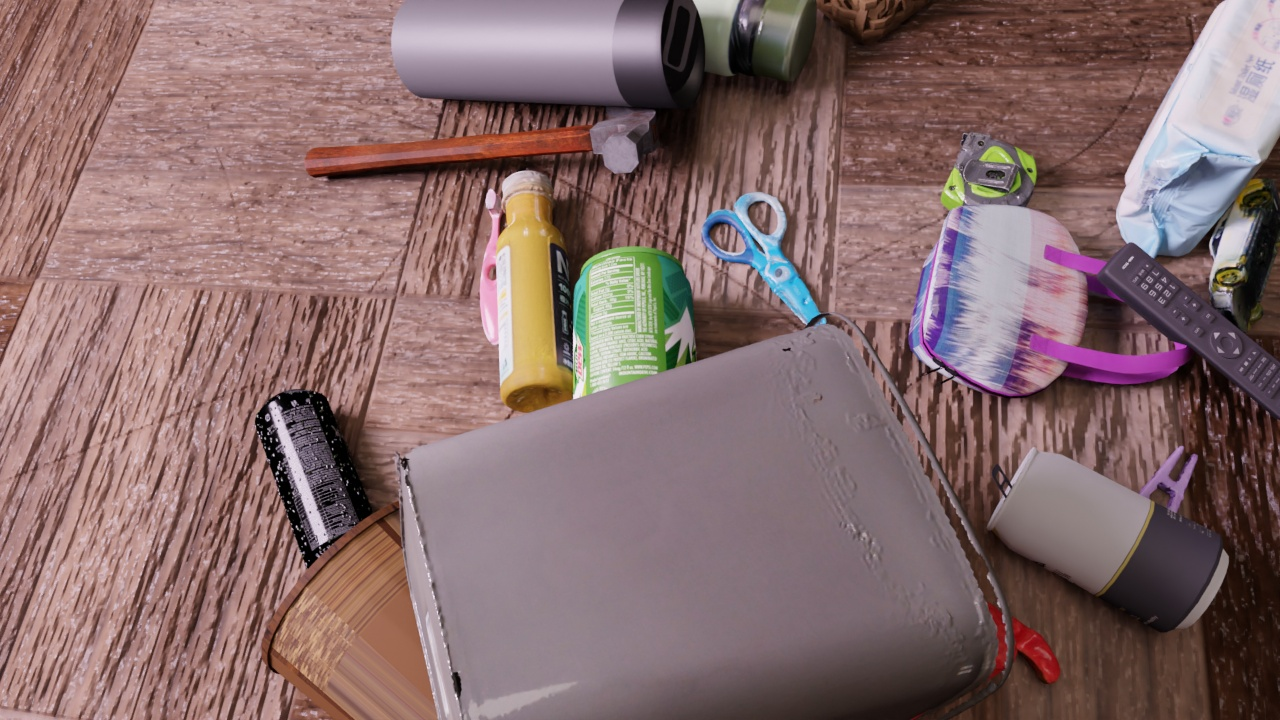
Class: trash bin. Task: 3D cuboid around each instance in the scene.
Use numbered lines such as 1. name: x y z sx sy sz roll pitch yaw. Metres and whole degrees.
1. trash bin: 0.008 0.111 0.445 0.219 0.198 0.197 -11 61 -19

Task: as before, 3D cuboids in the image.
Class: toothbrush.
1. toothbrush: -0.113 -0.074 0.707 0.022 0.016 0.134 -10 65 11

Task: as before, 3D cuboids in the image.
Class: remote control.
1. remote control: 0.344 -0.017 0.563 0.136 0.015 0.032 44 72 10

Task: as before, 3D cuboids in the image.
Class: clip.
1. clip: 0.328 0.081 0.564 0.052 0.014 0.041 -32 65 -2

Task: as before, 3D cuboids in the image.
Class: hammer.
1. hammer: -0.131 -0.167 0.725 0.301 0.028 0.110 -1 28 18

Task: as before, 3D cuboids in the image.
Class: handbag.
1. handbag: 0.272 -0.031 0.601 0.170 0.068 0.144 15 69 9

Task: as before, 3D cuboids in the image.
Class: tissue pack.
1. tissue pack: 0.380 -0.161 0.605 0.070 0.112 0.181 31 75 19

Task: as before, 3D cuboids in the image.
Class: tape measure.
1. tape measure: 0.250 -0.128 0.655 0.059 0.036 0.065 19 71 17

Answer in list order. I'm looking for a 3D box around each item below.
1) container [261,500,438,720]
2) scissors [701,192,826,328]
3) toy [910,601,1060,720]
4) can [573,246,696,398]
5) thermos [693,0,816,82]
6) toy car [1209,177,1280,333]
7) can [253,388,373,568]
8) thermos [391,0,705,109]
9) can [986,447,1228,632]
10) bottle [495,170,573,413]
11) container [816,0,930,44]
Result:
1. container: -0.111 0.184 0.538 0.167 0.132 0.132 37 77 16
2. scissors: 0.099 -0.067 0.671 0.066 0.015 0.135 -30 67 -4
3. toy: 0.171 0.173 0.535 0.133 0.094 0.088 7 24 -11
4. can: -0.004 0.004 0.616 0.083 0.083 0.144 -5 66 8
5. thermos: 0.025 -0.281 0.737 0.231 0.082 0.082 18 71 17
6. toy car: 0.392 -0.069 0.600 0.033 0.048 0.105 7 62 48
7. can: -0.223 0.084 0.636 0.054 0.054 0.137 -29 65 -4
8. thermos: -0.073 -0.243 0.714 0.241 0.082 0.082 10 68 25
9. can: 0.264 0.100 0.537 0.127 0.064 0.064 29 74 20
10. bottle: -0.078 -0.055 0.671 0.053 0.053 0.185 -9 62 6
11. container: 0.177 -0.442 0.708 0.219 0.214 0.251 -38 66 -8
